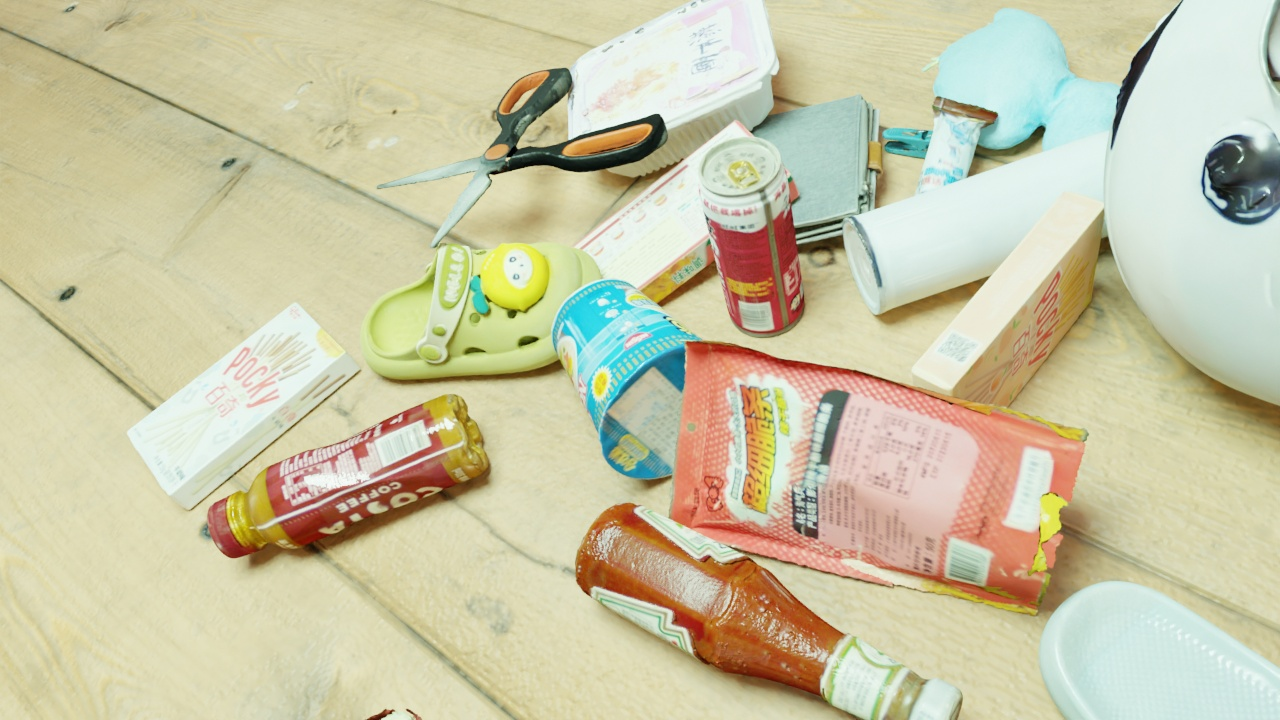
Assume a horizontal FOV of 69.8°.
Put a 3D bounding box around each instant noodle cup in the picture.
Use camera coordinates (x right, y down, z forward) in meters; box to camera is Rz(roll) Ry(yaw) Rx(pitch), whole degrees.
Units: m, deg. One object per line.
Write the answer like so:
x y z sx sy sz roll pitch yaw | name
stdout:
-0.003 0.003 0.580 0.099 0.099 0.110 -32 43 -8 | instant noodle cup
0.030 -0.216 0.734 0.174 0.060 0.137 -18 50 19 | instant noodle cup

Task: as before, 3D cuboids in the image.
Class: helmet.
0.335 -0.099 0.475 0.228 0.259 0.146 -26 11 -23 | helmet

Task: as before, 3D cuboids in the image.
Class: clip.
0.207 -0.161 0.681 0.057 0.046 0.014 14 61 29 | clip

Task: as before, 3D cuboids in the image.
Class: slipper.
0.272 0.182 0.367 0.104 0.074 0.245 -33 50 -11 | slipper
-0.123 -0.038 0.643 0.191 0.081 0.091 -11 63 16 | slipper

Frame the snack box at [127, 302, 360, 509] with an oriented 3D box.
-0.295 0.030 0.683 0.156 0.027 0.085 -43 54 -16 | snack box

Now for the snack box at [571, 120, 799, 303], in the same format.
0.029 -0.100 0.662 0.156 0.027 0.077 -37 51 6 | snack box

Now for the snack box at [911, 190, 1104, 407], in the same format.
0.213 -0.017 0.529 0.026 0.084 0.157 32 68 37 | snack box

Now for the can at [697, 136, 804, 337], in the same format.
0.072 -0.075 0.584 0.053 0.133 0.053 -8 52 11 | can

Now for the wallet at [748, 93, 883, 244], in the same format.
0.126 -0.137 0.678 0.107 0.037 0.129 -7 51 25 | wallet

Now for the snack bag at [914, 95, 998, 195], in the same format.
0.213 -0.134 0.641 0.048 0.026 0.104 20 86 17 | snack bag

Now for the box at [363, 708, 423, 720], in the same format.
-0.174 0.242 0.452 0.168 0.078 0.091 -24 51 -2 | box

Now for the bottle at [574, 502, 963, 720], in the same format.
0.059 0.136 0.472 0.206 0.060 0.059 20 62 31 | bottle

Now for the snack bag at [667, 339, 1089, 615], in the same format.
0.114 0.062 0.488 0.208 0.129 0.073 12 23 21 | snack bag

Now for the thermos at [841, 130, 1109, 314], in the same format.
0.249 -0.094 0.588 0.224 0.073 0.073 -18 51 4 | thermos

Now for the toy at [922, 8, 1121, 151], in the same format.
0.278 -0.191 0.665 0.156 0.050 0.161 16 69 20 | toy

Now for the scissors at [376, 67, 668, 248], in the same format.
-0.085 -0.154 0.679 0.221 0.022 0.229 3 47 25 | scissors

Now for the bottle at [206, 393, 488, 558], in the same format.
-0.190 0.078 0.594 0.175 0.057 0.057 -22 51 0 | bottle
